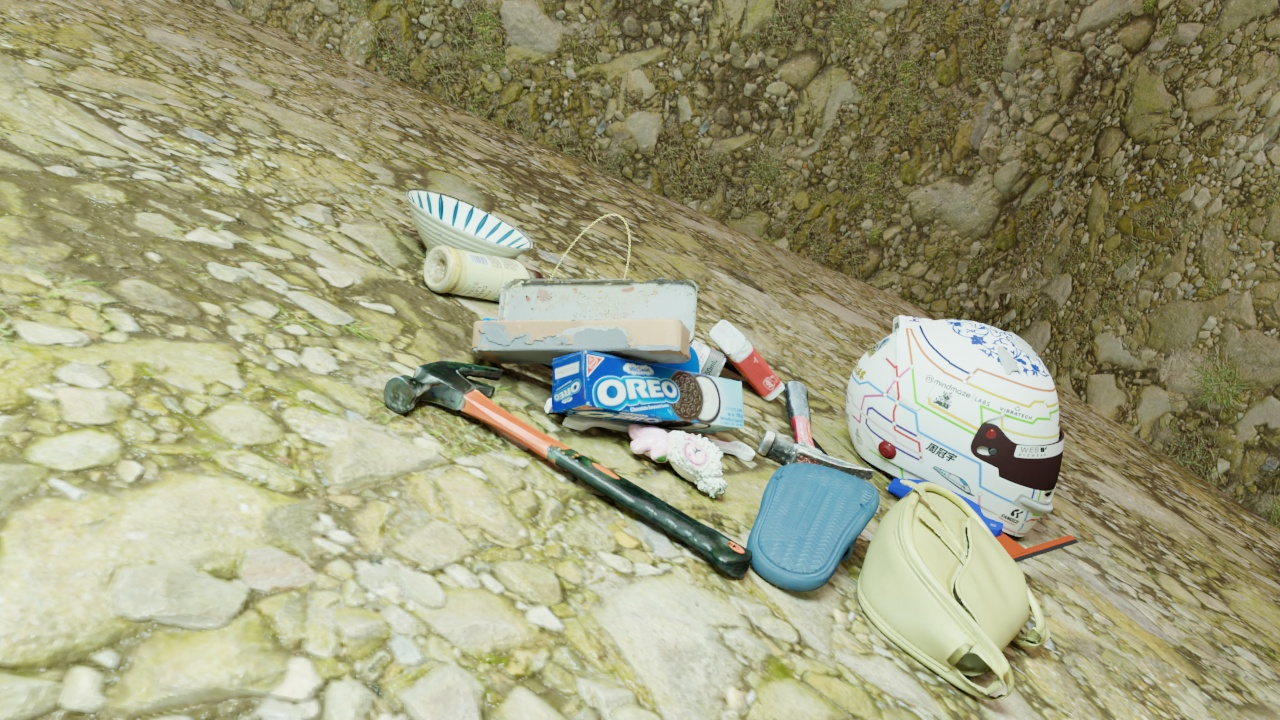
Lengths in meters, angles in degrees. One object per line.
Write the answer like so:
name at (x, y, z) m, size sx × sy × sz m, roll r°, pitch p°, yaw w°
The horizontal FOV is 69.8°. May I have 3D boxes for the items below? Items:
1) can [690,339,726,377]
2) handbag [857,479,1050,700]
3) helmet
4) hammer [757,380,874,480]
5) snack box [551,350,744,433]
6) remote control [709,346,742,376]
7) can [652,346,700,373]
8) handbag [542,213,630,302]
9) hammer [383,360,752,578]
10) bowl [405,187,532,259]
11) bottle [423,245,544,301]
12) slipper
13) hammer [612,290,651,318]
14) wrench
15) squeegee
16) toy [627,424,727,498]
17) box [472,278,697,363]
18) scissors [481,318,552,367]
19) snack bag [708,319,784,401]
can at (0.062, -0.010, 1.259) m, size 0.106 × 0.044 × 0.044 m, roll 26°, pitch 16°, yaw 0°
handbag at (0.290, 0.205, 0.854) m, size 0.191 × 0.089 × 0.232 m, roll 41°, pitch 22°, yaw 25°
helmet at (0.438, 0.070, 1.231) m, size 0.314 × 0.236 × 0.230 m, roll 27°, pitch 18°, yaw 5°
hammer at (0.222, 0.087, 1.217) m, size 0.140 × 0.036 × 0.325 m, roll 24°, pitch 16°, yaw 0°
snack box at (0.013, 0.036, 0.944) m, size 0.226 × 0.059 × 0.060 m, roll 12°, pitch -18°, yaw -41°
remote control at (0.154, 0.014, 1.383) m, size 0.125 × 0.010 × 0.039 m, roll 29°, pitch 16°, yaw 11°
can at (-0.006, 0.006, 1.038) m, size 0.146 × 0.079 × 0.079 m, roll 14°, pitch 20°, yaw -36°
handbag at (-0.063, -0.086, 1.060) m, size 0.084 × 0.178 × 0.027 m, roll 28°, pitch 16°, yaw 7°
hammer at (-0.052, 0.092, 0.793) m, size 0.333 × 0.033 × 0.132 m, roll 30°, pitch 16°, yaw 10°
bowl at (-0.238, -0.159, 1.219) m, size 0.177 × 0.071 × 0.177 m, roll 24°, pitch 16°, yaw -7°
bottle at (-0.190, -0.103, 1.143) m, size 0.056 × 0.057 × 0.161 m, roll 38°, pitch 19°, yaw 35°
slipper at (0.156, 0.155, 0.865) m, size 0.104 × 0.059 × 0.213 m, roll 23°, pitch 28°, yaw 20°
hammer at (-0.028, -0.059, 1.252) m, size 0.126 × 0.036 × 0.315 m, roll 25°, pitch 21°, yaw 7°
wrench at (0.018, 0.077, 0.978) m, size 0.273 × 0.009 × 0.047 m, roll 15°, pitch 19°, yaw -34°
squeegee at (0.373, 0.185, 1.097) m, size 0.248 × 0.055 × 0.185 m, roll -4°, pitch 19°, yaw -35°
toy at (0.038, 0.090, 0.916) m, size 0.109 × 0.041 × 0.095 m, roll 21°, pitch 16°, yaw -9°
box at (-0.055, -0.045, 0.933) m, size 0.216 × 0.096 × 0.105 m, roll 0°, pitch -5°, yaw 13°
scissors at (-0.130, -0.014, 1.030) m, size 0.132 × 0.019 × 0.104 m, roll 29°, pitch 20°, yaw 11°
snack bag at (0.150, 0.001, 1.294) m, size 0.116 × 0.036 × 0.077 m, roll 48°, pitch 1°, yaw -33°
